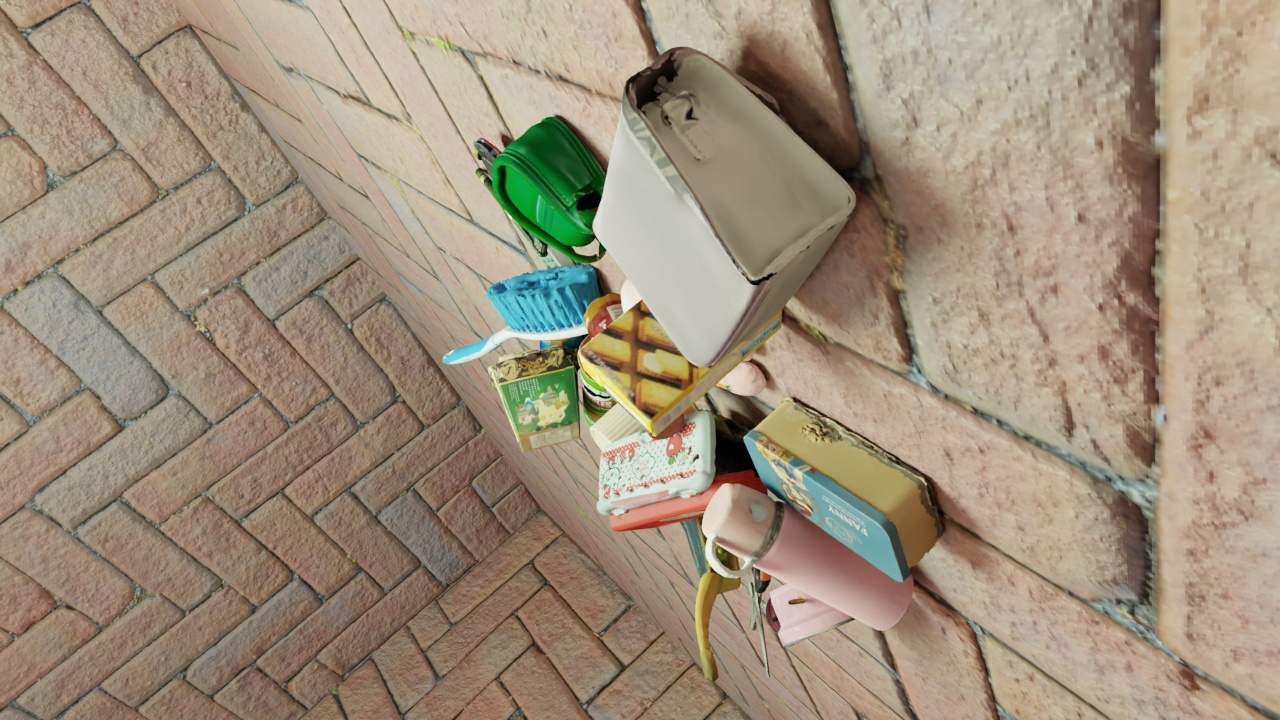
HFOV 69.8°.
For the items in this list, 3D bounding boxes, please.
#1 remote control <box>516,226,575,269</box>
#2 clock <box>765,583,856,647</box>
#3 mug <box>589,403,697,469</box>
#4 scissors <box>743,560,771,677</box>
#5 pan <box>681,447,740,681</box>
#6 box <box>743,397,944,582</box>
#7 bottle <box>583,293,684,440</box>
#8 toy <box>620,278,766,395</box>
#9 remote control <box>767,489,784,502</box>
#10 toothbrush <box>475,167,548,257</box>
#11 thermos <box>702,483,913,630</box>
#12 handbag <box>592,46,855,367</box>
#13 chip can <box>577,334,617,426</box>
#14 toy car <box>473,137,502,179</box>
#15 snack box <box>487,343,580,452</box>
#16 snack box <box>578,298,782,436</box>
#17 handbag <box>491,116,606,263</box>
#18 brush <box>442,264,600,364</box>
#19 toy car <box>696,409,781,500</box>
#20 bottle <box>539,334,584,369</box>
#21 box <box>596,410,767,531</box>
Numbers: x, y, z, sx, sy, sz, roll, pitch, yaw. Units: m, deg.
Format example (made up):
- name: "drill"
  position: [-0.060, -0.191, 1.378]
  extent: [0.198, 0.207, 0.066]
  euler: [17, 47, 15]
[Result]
- name: "remote control"
  position: [-0.101, -0.119, 1.083]
  extent: [0.135, 0.019, 0.056]
  euler: [54, 164, -16]
- name: "clock"
  position: [0.191, 0.256, 0.971]
  extent: [0.159, 0.117, 0.059]
  euler: [90, 159, -69]
- name: "mug"
  position: [-0.001, 0.076, 1.099]
  extent: [0.081, 0.105, 0.115]
  euler: [53, 164, -12]
- name: "scissors"
  position: [0.124, 0.230, 0.984]
  extent: [0.189, 0.015, 0.222]
  euler: [105, 156, -79]
- name: "pan"
  position: [0.072, 0.228, 1.057]
  extent: [0.357, 0.078, 0.198]
  euler: [-112, 8, -64]
- name: "box"
  position: [0.172, 0.107, 0.769]
  extent: [0.184, 0.061, 0.090]
  euler: [35, 160, 49]
- name: "bottle"
  position: [-0.006, 0.005, 0.941]
  extent: [0.057, 0.057, 0.174]
  euler: [68, 176, -50]
- name: "toy"
  position: [0.045, -0.022, 0.849]
  extent: [0.159, 0.054, 0.121]
  euler: [26, 154, 39]
- name: "remote control"
  position: [0.131, 0.125, 1.004]
  extent: [0.136, 0.020, 0.056]
  euler: [42, 164, 25]
- name: "toothbrush"
  position: [-0.149, -0.174, 1.048]
  extent: [0.185, 0.012, 0.017]
  euler: [51, 142, 38]
- name: "thermos"
  position: [0.150, 0.187, 0.844]
  extent: [0.198, 0.087, 0.067]
  euler: [28, 148, -12]
- name: "handbag"
  position: [0.042, -0.091, 0.590]
  extent: [0.145, 0.098, 0.197]
  euler: [46, 166, 7]
- name: "chip can"
  position: [-0.042, 0.032, 1.181]
  extent: [0.072, 0.072, 0.236]
  euler: [47, 165, 12]
- name: "toy car"
  position: [-0.145, -0.200, 0.990]
  extent: [0.049, 0.031, 0.106]
  euler: [40, 169, 30]
- name: "snack box"
  position: [-0.128, 0.054, 1.179]
  extent: [0.118, 0.118, 0.105]
  euler: [94, 163, -69]
- name: "snack box"
  position: [0.032, -0.017, 0.716]
  extent: [0.087, 0.140, 0.034]
  euler: [43, 163, 26]
- name: "handbag"
  position: [-0.075, -0.150, 0.842]
  extent: [0.120, 0.068, 0.131]
  euler: [48, 165, 5]
- name: "brush"
  position: [-0.161, -0.047, 1.120]
  extent: [0.315, 0.060, 0.109]
  euler: [-4, 129, 37]
- name: "toy car"
  position: [0.113, 0.097, 0.940]
  extent: [0.158, 0.042, 0.070]
  euler: [22, 147, 39]
- name: "bottle"
  position: [-0.106, -0.023, 1.242]
  extent: [0.065, 0.065, 0.219]
  euler: [46, 165, 15]
- name: "box"
  position: [0.034, 0.116, 0.960]
  extent: [0.202, 0.095, 0.101]
  euler: [-26, 69, 51]
